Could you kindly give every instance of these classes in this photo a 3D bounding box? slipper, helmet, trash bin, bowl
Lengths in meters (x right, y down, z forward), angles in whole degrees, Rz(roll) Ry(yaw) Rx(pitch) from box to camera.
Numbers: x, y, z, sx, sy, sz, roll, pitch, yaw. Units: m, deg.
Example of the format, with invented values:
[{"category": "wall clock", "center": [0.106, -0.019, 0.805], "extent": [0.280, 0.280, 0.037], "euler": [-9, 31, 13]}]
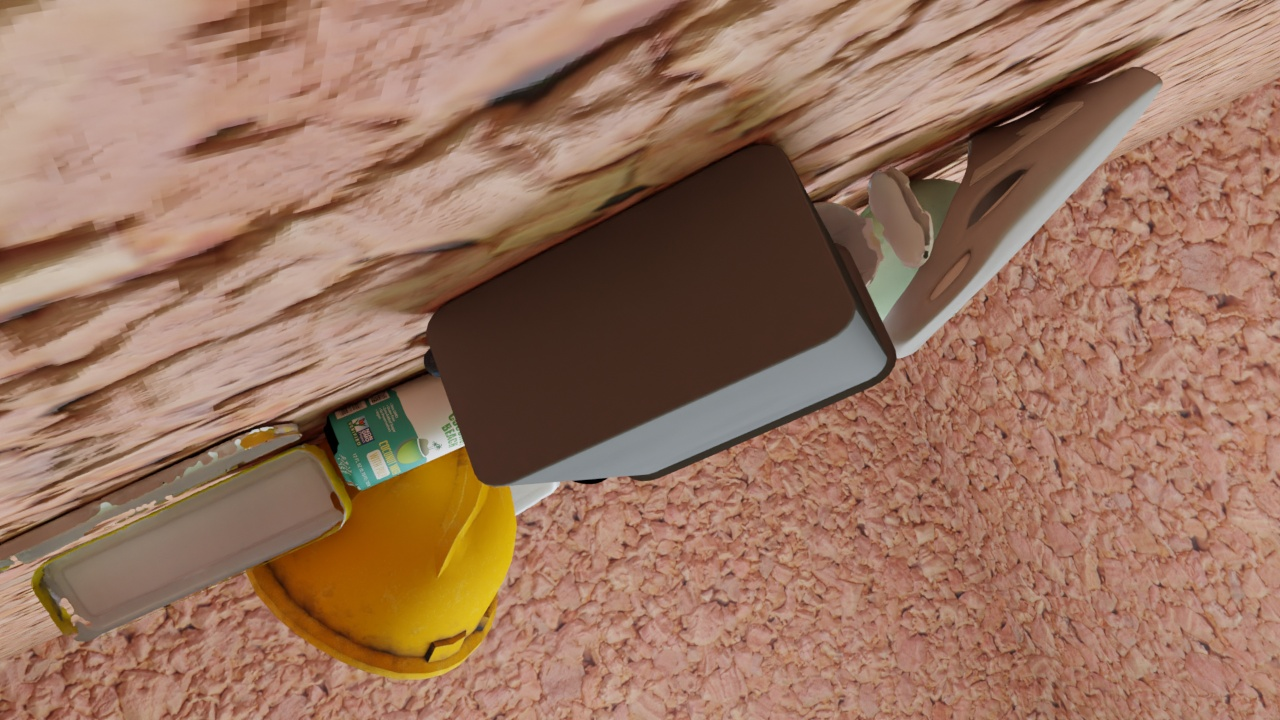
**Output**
[{"category": "slipper", "center": [0.250, -0.119, 0.658], "extent": [0.266, 0.080, 0.113], "euler": [-48, 160, 2]}, {"category": "helmet", "center": [-0.172, 0.111, 0.710], "extent": [0.131, 0.205, 0.255], "euler": [-54, -173, 13]}, {"category": "trash bin", "center": [0.027, -0.007, 0.494], "extent": [0.192, 0.097, 0.219], "euler": [-25, 168, 15]}, {"category": "bowl", "center": [0.222, -0.094, 0.771], "extent": [0.151, 0.077, 0.150], "euler": [-51, -163, 23]}]

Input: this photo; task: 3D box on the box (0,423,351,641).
[{"category": "box", "center": [-0.296, 0.103, 0.570], "extent": [0.210, 0.057, 0.117], "euler": [-24, 140, 3]}]

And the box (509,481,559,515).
[{"category": "box", "center": [-0.172, 0.133, 0.957], "extent": [0.216, 0.127, 0.106], "euler": [-39, 180, 29]}]

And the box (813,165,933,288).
[{"category": "box", "center": [0.133, -0.077, 0.654], "extent": [0.092, 0.083, 0.166], "euler": [-13, 173, -16]}]

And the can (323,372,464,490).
[{"category": "can", "center": [-0.154, 0.043, 0.612], "extent": [0.101, 0.055, 0.055], "euler": [-24, 177, -16]}]

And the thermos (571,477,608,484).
[{"category": "thermos", "center": [-0.034, 0.049, 1.048], "extent": [0.086, 0.086, 0.198], "euler": [-26, -163, 31]}]

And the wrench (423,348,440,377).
[{"category": "wrench", "center": [-0.083, -0.007, 0.617], "extent": [0.073, 0.022, 0.273], "euler": [-19, 179, 11]}]
